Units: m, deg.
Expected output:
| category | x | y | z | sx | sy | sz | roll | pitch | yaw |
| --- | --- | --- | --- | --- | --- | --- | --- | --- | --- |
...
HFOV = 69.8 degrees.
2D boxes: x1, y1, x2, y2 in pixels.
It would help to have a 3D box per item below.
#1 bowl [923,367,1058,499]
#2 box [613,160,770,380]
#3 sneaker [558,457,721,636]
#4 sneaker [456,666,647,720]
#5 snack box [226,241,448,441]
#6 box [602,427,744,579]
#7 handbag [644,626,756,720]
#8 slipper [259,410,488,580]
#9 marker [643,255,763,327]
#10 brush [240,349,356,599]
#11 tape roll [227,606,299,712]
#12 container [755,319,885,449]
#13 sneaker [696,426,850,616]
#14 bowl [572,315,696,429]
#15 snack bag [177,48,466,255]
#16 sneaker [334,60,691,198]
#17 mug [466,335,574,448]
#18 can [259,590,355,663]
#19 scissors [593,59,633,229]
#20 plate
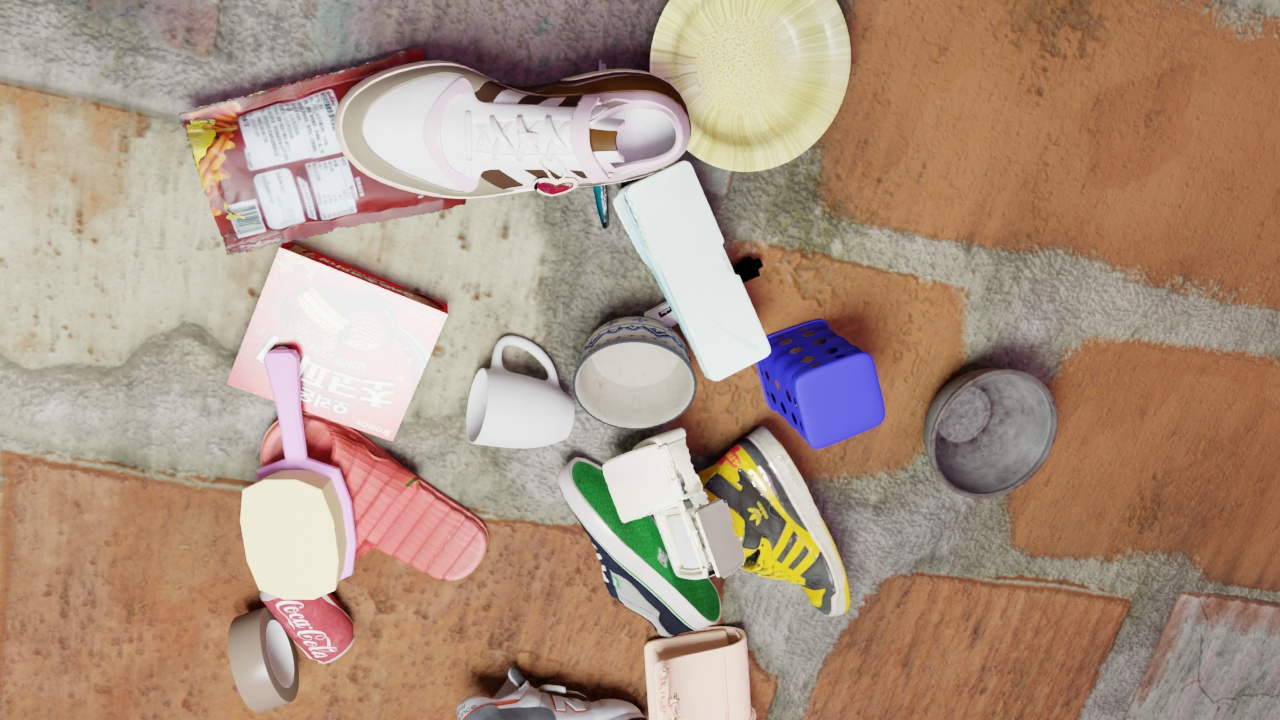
| category | x | y | z | sx | sy | sz | roll | pitch | yaw |
| --- | --- | --- | --- | --- | --- | --- | --- | --- | --- |
| bowl | 0.362 | 0.069 | 0.982 | 0.145 | 0.067 | 0.145 | -4 | 109 | -11 |
| box | 0.050 | -0.080 | 0.841 | 0.085 | 0.073 | 0.199 | -37 | 106 | -38 |
| sneaker | -0.018 | 0.201 | 0.942 | 0.079 | 0.084 | 0.235 | -32 | 110 | 25 |
| sneaker | -0.099 | 0.378 | 0.969 | 0.239 | 0.124 | 0.089 | 9 | 116 | -56 |
| snack box | -0.272 | -0.016 | 0.833 | 0.152 | 0.036 | 0.133 | 22 | 102 | -18 |
| box | 0.032 | 0.137 | 0.850 | 0.080 | 0.182 | 0.143 | -18 | 82 | -19 |
| handbag | 0.081 | 0.401 | 0.965 | 0.116 | 0.187 | 0.199 | -6 | 103 | -11 |
| slipper | -0.253 | 0.144 | 0.878 | 0.248 | 0.059 | 0.103 | 39 | 96 | -22 |
| marker | 0.063 | -0.065 | 0.896 | 0.126 | 0.025 | 0.025 | -29 | 111 | -2 |
| brush | -0.309 | 0.104 | 0.814 | 0.089 | 0.043 | 0.229 | 0 | 107 | 3 |
| tape roll | -0.361 | 0.287 | 0.882 | 0.030 | 0.093 | 0.094 | -17 | 111 | -7 |
| container | 0.174 | 0.021 | 0.901 | 0.085 | 0.113 | 0.084 | -21 | 111 | -5 |
| sneaker | 0.130 | 0.196 | 0.962 | 0.122 | 0.086 | 0.238 | -29 | 108 | -9 |
| bowl | -0.005 | 0.005 | 0.874 | 0.115 | 0.059 | 0.116 | 1 | 132 | 0 |
| snack bag | -0.261 | -0.172 | 0.772 | 0.207 | 0.066 | 0.139 | -17 | 110 | -13 |
| sneaker | -0.097 | -0.179 | 0.738 | 0.293 | 0.116 | 0.112 | -1 | 109 | -11 |
| mug | -0.111 | 0.031 | 0.875 | 0.089 | 0.071 | 0.107 | 10 | 78 | -24 |
| can | -0.324 | 0.247 | 0.899 | 0.054 | 0.054 | 0.096 | -28 | 111 | -2 |
| scissors | -0.034 | -0.191 | 0.837 | 0.130 | 0.019 | 0.135 | 38 | 95 | -20 |
| plate | 0.096 | -0.267 | 0.830 | 0.184 | 0.036 | 0.184 | -3 | 109 | -10 |
